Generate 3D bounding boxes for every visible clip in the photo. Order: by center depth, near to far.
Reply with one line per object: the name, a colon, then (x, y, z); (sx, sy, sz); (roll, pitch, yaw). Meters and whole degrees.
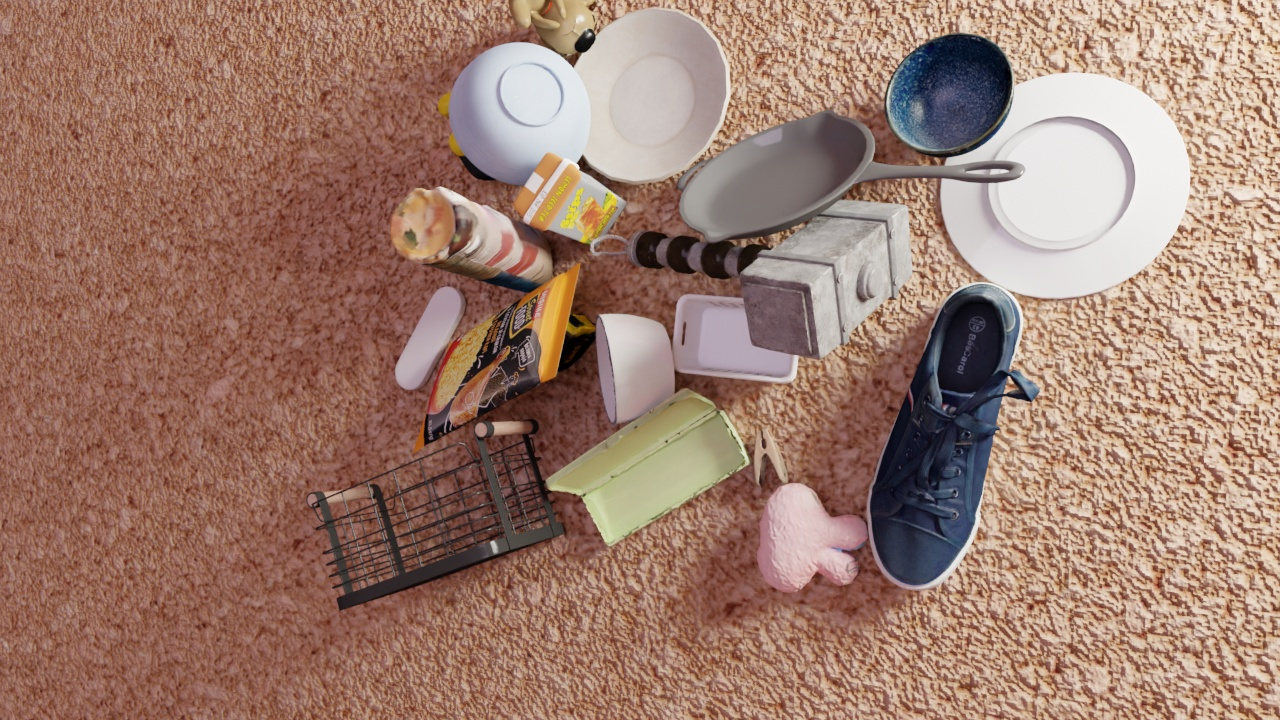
clip: (0.124, 0.102, 0.933); (0.041, 0.024, 0.060); (-25, 69, 17)

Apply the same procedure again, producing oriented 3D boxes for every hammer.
hammer: (0.087, -0.099, 0.905); (0.327, 0.176, 0.079); (14, 129, 41)

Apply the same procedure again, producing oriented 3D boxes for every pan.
pan: (0.175, -0.164, 0.838); (0.355, 0.024, 0.216); (11, 50, 45)

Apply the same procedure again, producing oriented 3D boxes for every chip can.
chip can: (-0.159, -0.118, 0.943); (0.080, 0.229, 0.080); (-1, 87, 19)

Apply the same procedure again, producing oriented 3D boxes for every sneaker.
sneaker: (0.275, 0.072, 0.819); (0.121, 0.127, 0.294); (16, 96, 23)

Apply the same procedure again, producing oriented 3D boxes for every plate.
plate: (0.384, -0.161, 0.840); (0.209, 0.015, 0.208); (-1, 88, 22)
plate: (0.008, -0.282, 0.989); (0.189, 0.027, 0.188); (-1, 88, 22)

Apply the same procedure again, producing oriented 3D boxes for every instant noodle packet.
instant noodle packet: (-0.154, -0.003, 0.977); (0.221, 0.032, 0.159); (-27, 38, 33)

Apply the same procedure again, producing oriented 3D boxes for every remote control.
remote control: (-0.251, -0.026, 1.092); (0.043, 0.013, 0.136); (34, 100, 20)

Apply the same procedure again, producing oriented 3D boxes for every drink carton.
drink carton: (-0.072, -0.166, 0.965); (0.048, 0.124, 0.076); (39, 102, 18)

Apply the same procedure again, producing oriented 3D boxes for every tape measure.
tape measure: (-0.085, -0.020, 0.999); (0.038, 0.062, 0.067); (44, 105, 18)

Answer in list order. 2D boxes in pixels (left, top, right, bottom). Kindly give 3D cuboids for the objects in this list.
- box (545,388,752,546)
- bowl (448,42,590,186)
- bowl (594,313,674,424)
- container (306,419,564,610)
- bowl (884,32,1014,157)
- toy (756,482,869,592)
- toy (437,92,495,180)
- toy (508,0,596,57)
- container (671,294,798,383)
box: (0.009, 0.107, 0.960); (0.188, 0.064, 0.130); (-36, 118, 18)
bowl: (-0.117, -0.262, 0.942); (0.150, 0.075, 0.150); (2, 85, -16)
bowl: (-0.006, 0.006, 0.944); (0.065, 0.116, 0.116); (-8, 84, -9)
container: (-0.218, 0.164, 0.992); (0.242, 0.162, 0.130); (-23, 80, 20)
bowl: (0.292, -0.237, 0.852); (0.115, 0.060, 0.114); (-7, 78, 32)
toy: (0.167, 0.178, 0.899); (0.105, 0.053, 0.108); (12, 92, 11)
toy: (-0.151, -0.253, 1.019); (0.119, 0.100, 0.097); (-20, 60, -3)
toy: (-0.096, -0.375, 0.987); (0.134, 0.108, 0.106); (-49, 59, 13)
container: (0.102, -0.022, 0.930); (0.129, 0.049, 0.080); (6, 90, 22)
